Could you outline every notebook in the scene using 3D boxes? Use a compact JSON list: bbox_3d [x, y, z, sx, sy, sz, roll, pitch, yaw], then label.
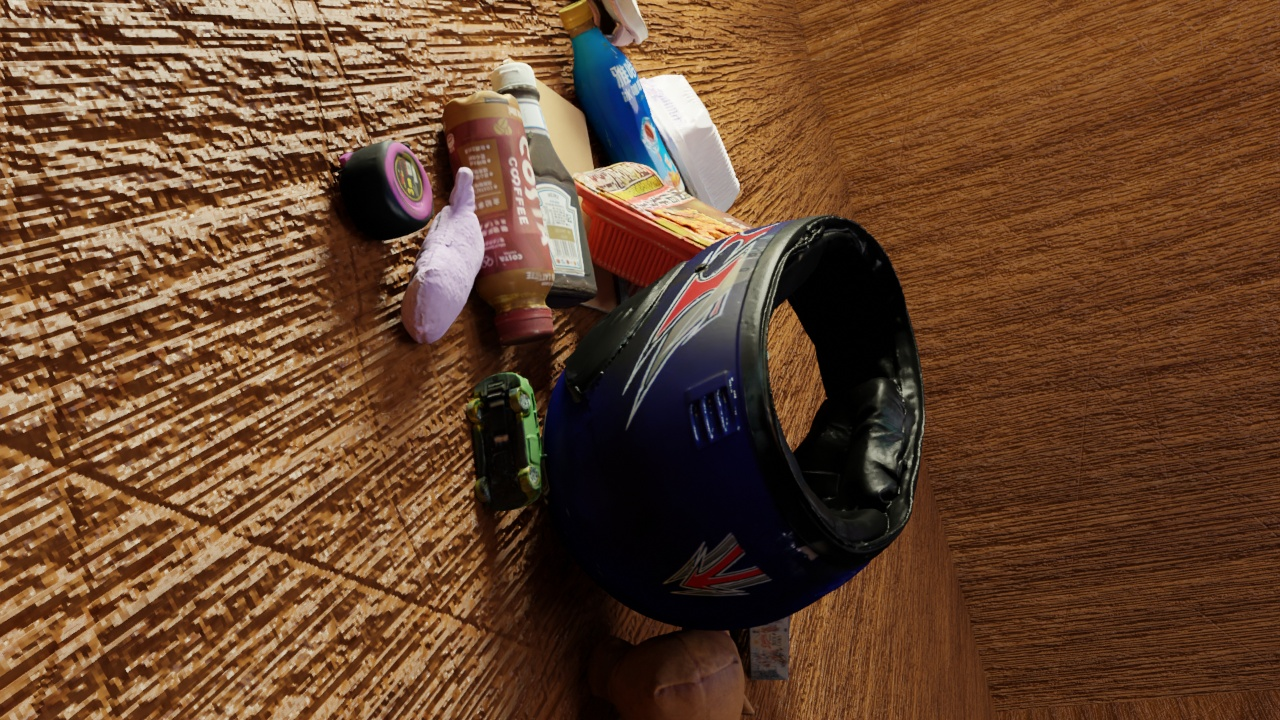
[{"bbox_3d":[-0.068,-0.149,0.824,0.147,0.008,0.207,11,67,-67],"label":"notebook"}]

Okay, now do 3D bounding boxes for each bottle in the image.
[{"bbox_3d":[-0.084,-0.139,0.727,0.079,0.044,0.194,0,75,-54],"label":"bottle"},{"bbox_3d":[-0.022,-0.249,0.919,0.219,0.065,0.065,64,25,-27],"label":"bottle"},{"bbox_3d":[-0.098,-0.099,0.654,0.057,0.058,0.175,-1,78,-68],"label":"bottle"}]

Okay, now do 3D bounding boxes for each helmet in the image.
[{"bbox_3d":[0.058,0.045,0.684,0.247,0.241,0.314,51,41,-22],"label":"helmet"}]

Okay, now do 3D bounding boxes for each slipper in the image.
[{"bbox_3d":[-0.036,-0.379,0.951,0.274,0.054,0.114,-90,158,-72],"label":"slipper"}]

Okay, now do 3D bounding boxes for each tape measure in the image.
[{"bbox_3d":[-0.153,-0.101,0.549,0.057,0.039,0.057,-53,125,-69],"label":"tape measure"}]

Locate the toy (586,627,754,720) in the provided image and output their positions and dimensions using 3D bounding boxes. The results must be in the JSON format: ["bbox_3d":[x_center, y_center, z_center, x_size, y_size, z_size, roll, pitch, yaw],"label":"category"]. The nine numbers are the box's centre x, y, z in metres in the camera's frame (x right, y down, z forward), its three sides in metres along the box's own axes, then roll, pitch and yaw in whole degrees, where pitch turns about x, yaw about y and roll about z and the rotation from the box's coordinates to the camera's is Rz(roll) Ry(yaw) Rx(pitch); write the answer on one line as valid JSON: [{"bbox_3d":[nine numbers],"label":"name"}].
[{"bbox_3d":[0.029,0.290,0.672,0.131,0.140,0.199,171,-94,-70],"label":"toy"}]

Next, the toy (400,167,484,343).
[{"bbox_3d":[-0.123,-0.059,0.578,0.084,0.039,0.107,106,-2,-51],"label":"toy"}]

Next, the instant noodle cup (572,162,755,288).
[{"bbox_3d":[0.029,-0.112,0.842,0.079,0.189,0.164,-68,169,22],"label":"instant noodle cup"}]

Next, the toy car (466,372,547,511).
[{"bbox_3d":[-0.087,0.054,0.608,0.036,0.043,0.091,28,52,-62],"label":"toy car"}]

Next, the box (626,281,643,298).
[{"bbox_3d":[0.035,-0.016,0.934,0.087,0.076,0.163,-84,155,-84],"label":"box"}]

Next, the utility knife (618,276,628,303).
[{"bbox_3d":[-0.005,0.005,0.866,0.031,0.021,0.198,16,70,-66],"label":"utility knife"}]

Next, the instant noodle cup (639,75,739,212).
[{"bbox_3d":[0.057,-0.243,1.044,0.173,0.060,0.138,52,10,-52],"label":"instant noodle cup"}]

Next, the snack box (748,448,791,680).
[{"bbox_3d":[0.139,0.218,0.983,0.177,0.046,0.183,-81,167,-44],"label":"snack box"}]
